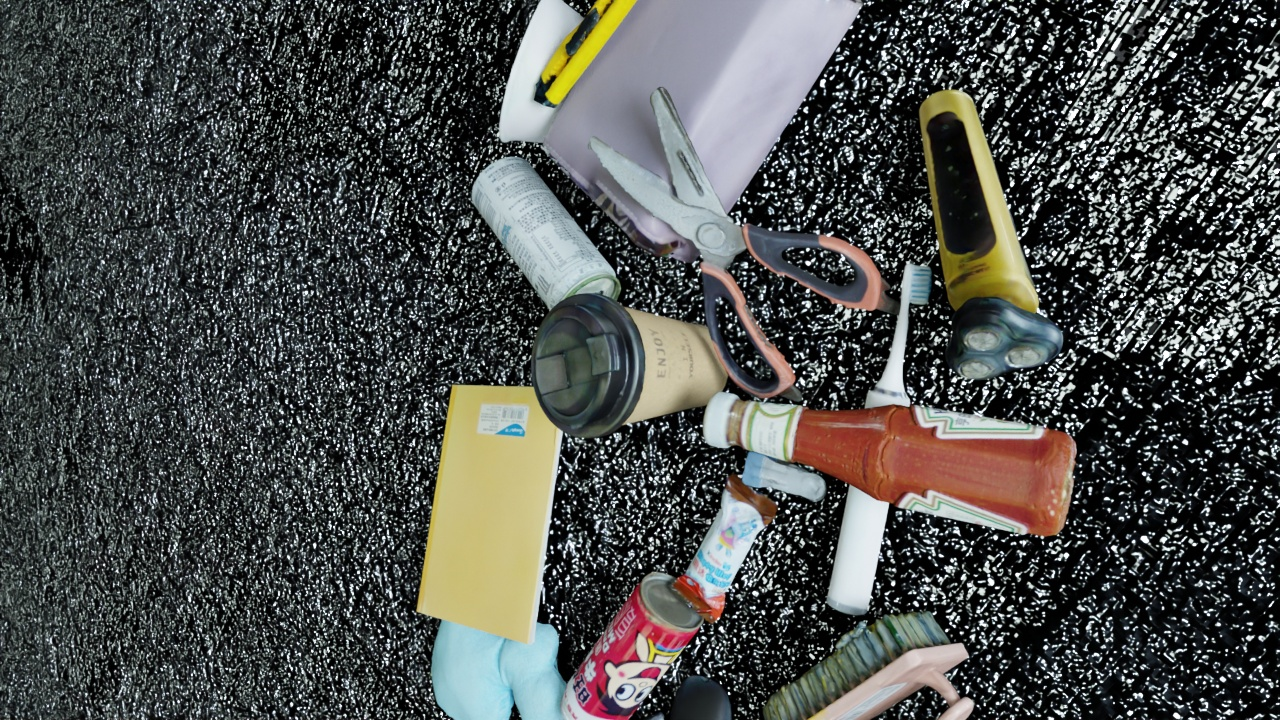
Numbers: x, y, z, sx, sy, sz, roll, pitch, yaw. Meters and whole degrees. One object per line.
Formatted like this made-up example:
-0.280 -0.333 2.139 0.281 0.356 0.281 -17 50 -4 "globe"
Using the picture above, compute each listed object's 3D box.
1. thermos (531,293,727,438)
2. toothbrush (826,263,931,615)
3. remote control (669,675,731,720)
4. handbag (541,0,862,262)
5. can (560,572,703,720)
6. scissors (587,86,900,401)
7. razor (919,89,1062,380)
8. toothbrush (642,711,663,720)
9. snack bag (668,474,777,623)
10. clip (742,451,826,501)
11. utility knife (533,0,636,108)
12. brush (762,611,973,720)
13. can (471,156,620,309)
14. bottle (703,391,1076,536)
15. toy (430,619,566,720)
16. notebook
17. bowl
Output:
-0.004 0.004 0.619 0.093 0.143 0.093 0 89 40 "thermos"
0.149 0.050 0.571 0.026 0.026 0.221 11 98 16 "toothbrush"
0.039 0.298 0.664 0.053 0.024 0.136 6 94 40 "remote control"
0.039 -0.182 0.610 0.197 0.098 0.145 -56 46 26 "handbag"
-0.009 0.223 0.683 0.053 0.053 0.133 46 117 29 "can"
0.062 -0.065 0.579 0.224 0.015 0.189 14 121 6 "scissors"
0.188 -0.074 0.519 0.062 0.067 0.167 -18 73 37 "razor"
-0.044 0.315 0.737 0.182 0.015 0.018 -34 78 33 "toothbrush"
0.059 0.133 0.645 0.045 0.026 0.105 37 111 36 "snack bag"
0.098 0.079 0.617 0.058 0.044 0.027 20 100 28 "clip"
-0.022 -0.231 0.600 0.178 0.015 0.033 -44 51 36 "utility knife"
0.132 0.217 0.563 0.146 0.063 0.073 -48 52 29 "brush"
-0.077 -0.096 0.733 0.058 0.058 0.146 -51 61 27 "can"
0.137 0.051 0.531 0.206 0.059 0.060 10 97 24 "bottle"
-0.127 0.264 0.779 0.157 0.049 0.161 -34 58 23 "toy"
-0.129 0.123 0.782 0.146 0.010 0.206 0 79 39 "notebook"
-0.057 -0.213 0.703 0.065 0.118 0.118 20 107 -3 "bowl"
